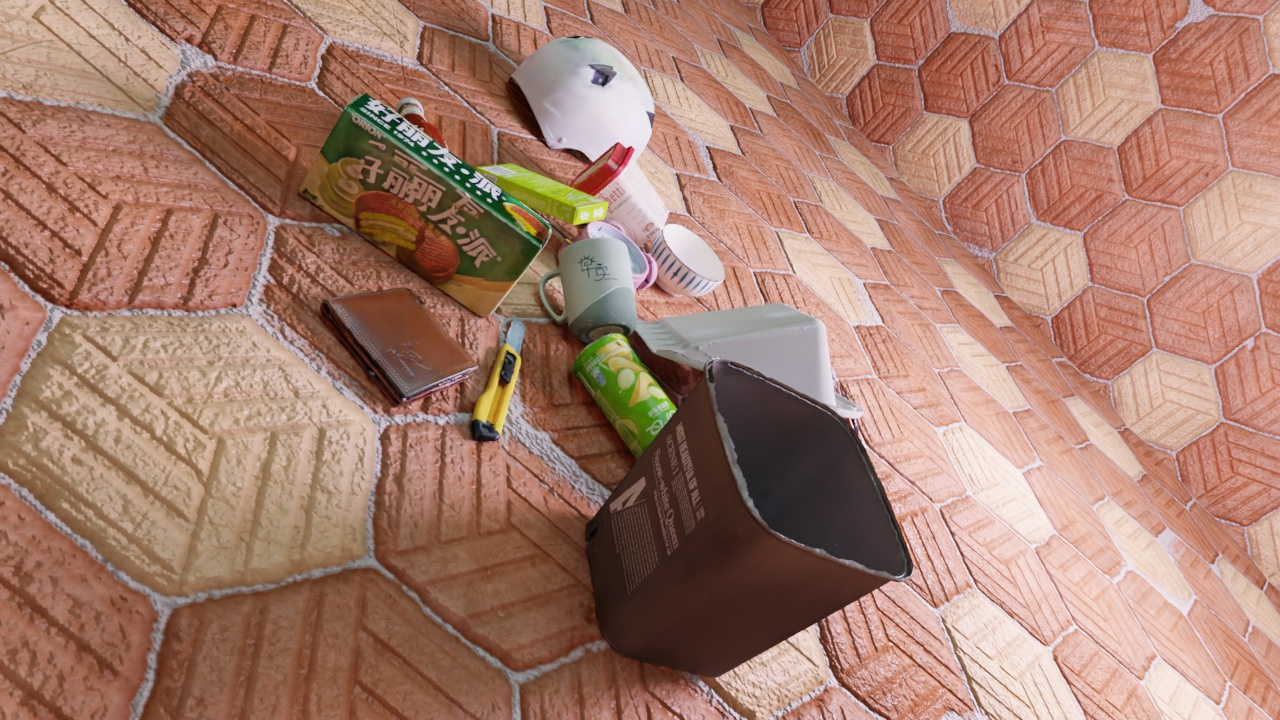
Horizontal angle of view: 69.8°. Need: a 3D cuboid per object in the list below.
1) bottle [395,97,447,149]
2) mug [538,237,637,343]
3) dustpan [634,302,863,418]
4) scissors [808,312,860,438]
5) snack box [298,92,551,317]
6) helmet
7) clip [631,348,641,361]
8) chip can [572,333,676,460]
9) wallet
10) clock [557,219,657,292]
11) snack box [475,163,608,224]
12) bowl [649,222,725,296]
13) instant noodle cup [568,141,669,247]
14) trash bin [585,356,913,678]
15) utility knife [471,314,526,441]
[{"bbox_3d":[-0.265,-0.262,1.098,0.059,0.060,0.206,21,25,-33],"label":"bottle"},{"bbox_3d":[-0.063,-0.077,1.082,0.082,0.112,0.106,82,-1,-71],"label":"mug"},{"bbox_3d":[0.134,0.015,1.112,0.222,0.257,0.143,-124,-156,-77],"label":"dustpan"},{"bbox_3d":[0.283,0.041,1.334,0.213,0.015,0.196,55,29,-31],"label":"scissors"},{"bbox_3d":[-0.223,-0.159,0.965,0.240,0.115,0.063,36,29,-14],"label":"snack box"},{"bbox_3d":[-0.070,-0.429,1.480,0.258,0.146,0.229,12,42,-43],"label":"helmet"},{"bbox_3d":[-0.008,0.007,1.112,0.034,0.013,0.055,-5,54,-52],"label":"clip"},{"bbox_3d":[0.010,0.069,0.990,0.221,0.073,0.072,53,31,18],"label":"chip can"},{"bbox_3d":[-0.226,-0.018,0.861,0.124,0.032,0.101,47,32,10],"label":"wallet"},{"bbox_3d":[-0.038,-0.132,1.213,0.117,0.060,0.158,45,27,5],"label":"clock"},{"bbox_3d":[-0.128,-0.216,1.187,0.156,0.026,0.085,24,23,18],"label":"snack box"},{"bbox_3d":[0.058,-0.135,1.328,0.116,0.066,0.116,29,33,-21],"label":"bowl"},{"bbox_3d":[-0.030,-0.224,1.303,0.124,0.117,0.116,46,28,-17],"label":"instant noodle cup"},{"bbox_3d":[0.077,0.151,0.811,0.198,0.220,0.198,25,34,-30],"label":"trash bin"},{"bbox_3d":[-0.141,0.011,0.940,0.033,0.015,0.217,35,29,-19],"label":"utility knife"}]
